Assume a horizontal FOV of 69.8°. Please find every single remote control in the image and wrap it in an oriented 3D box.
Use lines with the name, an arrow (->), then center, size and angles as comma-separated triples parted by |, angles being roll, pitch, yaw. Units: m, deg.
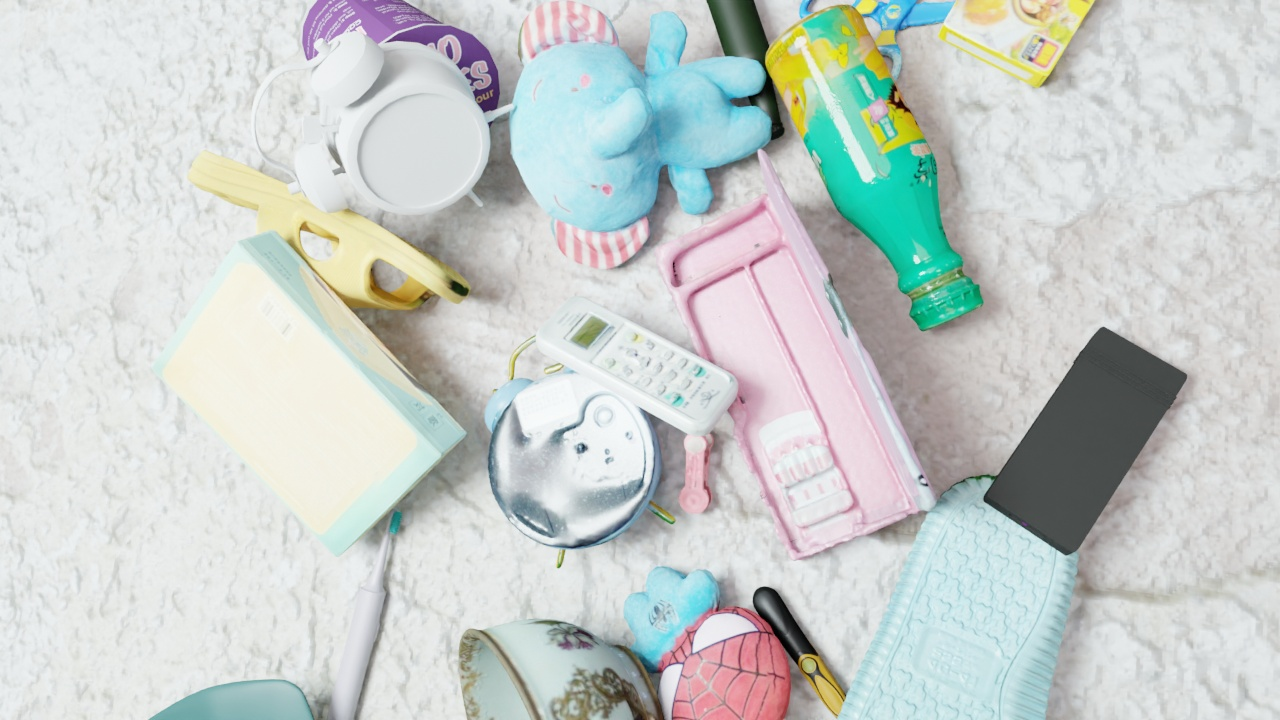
remote control -> 0.264, 0.046, 0.544 | 0.058, 0.013, 0.133 | 36, 77, 18
remote control -> -0.003, 0.003, 0.592 | 0.133, 0.022, 0.050 | 28, 59, 20

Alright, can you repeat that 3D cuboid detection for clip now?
clip -> 0.039, 0.072, 0.625 | 0.023, 0.045, 0.060 | 4, 116, 19

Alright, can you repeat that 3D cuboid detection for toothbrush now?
toothbrush -> -0.205, 0.202, 0.677 | 0.019, 0.018, 0.188 | 13, 87, 15

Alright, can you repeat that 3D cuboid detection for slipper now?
slipper -> -0.240, -0.082, 0.685 | 0.263, 0.099, 0.078 | 26, 92, 22
slipper -> 0.184, 0.200, 0.541 | 0.116, 0.069, 0.275 | 18, 73, 18

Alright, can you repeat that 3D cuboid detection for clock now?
clock -> -0.046, 0.052, 0.629 | 0.118, 0.060, 0.162 | -21, 77, 12
clock -> -0.171, -0.153, 0.601 | 0.061, 0.159, 0.120 | 55, 132, 40

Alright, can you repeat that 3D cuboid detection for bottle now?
bottle -> 0.153, -0.120, 0.588 | 0.068, 0.068, 0.209 | -26, 83, 11
bottle -> 0.076, -0.212, 0.642 | 0.033, 0.033, 0.123 | -18, 79, 13

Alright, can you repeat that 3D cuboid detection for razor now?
razor -> 0.117, 0.206, 0.583 | 0.044, 0.021, 0.144 | -38, 72, 8

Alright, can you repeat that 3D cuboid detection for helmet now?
helmet -> -0.236, 0.357, 0.574 | 0.176, 0.201, 0.275 | -12, 94, -30

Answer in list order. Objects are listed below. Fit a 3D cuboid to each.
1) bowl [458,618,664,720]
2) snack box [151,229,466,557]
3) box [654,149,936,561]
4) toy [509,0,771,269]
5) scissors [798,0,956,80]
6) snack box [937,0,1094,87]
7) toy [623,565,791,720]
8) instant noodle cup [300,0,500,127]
bowl -> -0.042, 0.230, 0.575 | 0.093, 0.160, 0.160 | -14, 75, -28
snack box -> -0.235, 0.028, 0.642 | 0.193, 0.044, 0.142 | 46, 120, -3
box -> 0.087, 0.002, 0.567 | 0.107, 0.115, 0.232 | -25, 76, 12
toy -> -0.004, -0.156, 0.618 | 0.181, 0.114, 0.183 | -7, 100, 15
scissors -> 0.171, -0.229, 0.626 | 0.125, 0.016, 0.123 | 0, 87, 16
snack box -> 0.266, -0.261, 0.592 | 0.075, 0.025, 0.152 | 31, 92, 10
toy -> 0.039, 0.190, 0.587 | 0.092, 0.062, 0.133 | -46, 62, 1
instant noodle cup -> -0.188, -0.212, 0.685 | 0.121, 0.137, 0.122 | -33, 58, -16
